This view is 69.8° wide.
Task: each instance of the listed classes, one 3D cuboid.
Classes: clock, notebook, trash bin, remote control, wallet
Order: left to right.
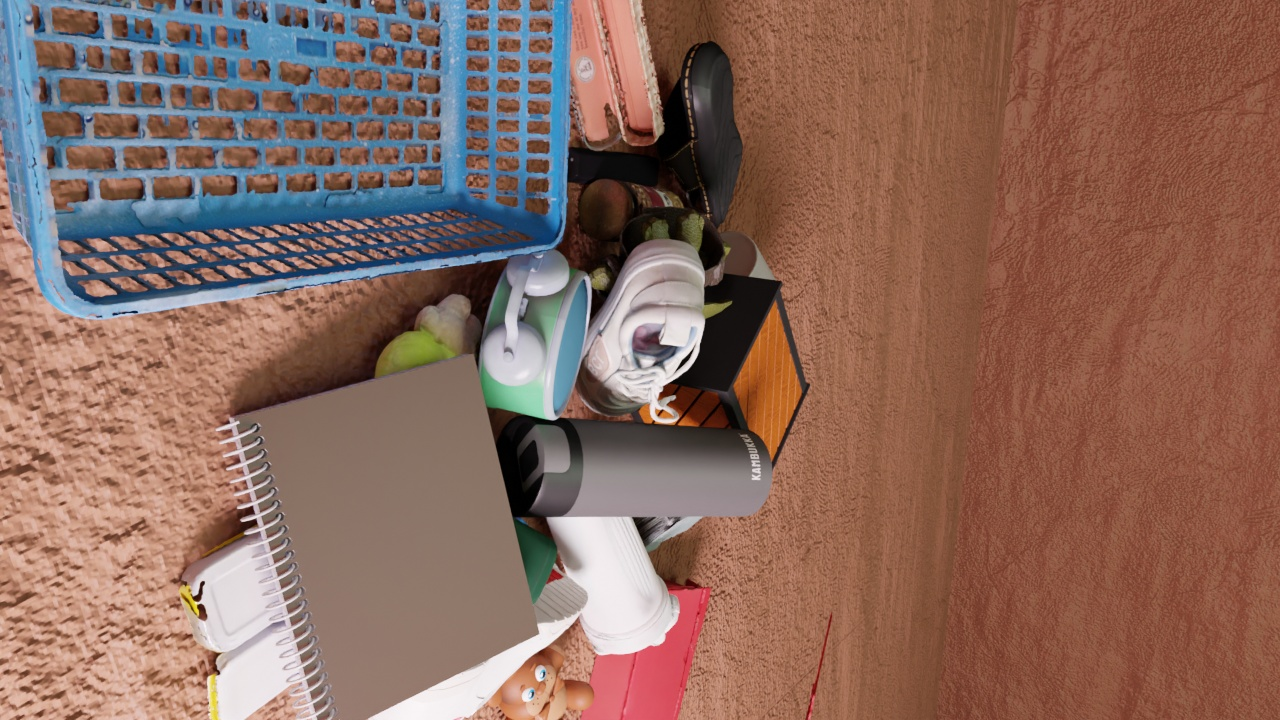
[{"bbox_3d":[-0.164,0.117,0.606,0.171,0.022,0.209,-17,100,-35],"label":"notebook"},{"bbox_3d":[-0.086,-0.024,0.707,0.162,0.075,0.121,85,18,-72],"label":"clock"},{"bbox_3d":[-0.023,-0.179,0.855,0.136,0.015,0.032,-14,112,-58],"label":"remote control"},{"bbox_3d":[0.032,0.167,1.006,0.101,0.054,0.131,-47,167,31],"label":"wallet"},{"bbox_3d":[0.075,0.016,0.967,0.139,0.140,0.172,-61,146,-28],"label":"trash bin"}]

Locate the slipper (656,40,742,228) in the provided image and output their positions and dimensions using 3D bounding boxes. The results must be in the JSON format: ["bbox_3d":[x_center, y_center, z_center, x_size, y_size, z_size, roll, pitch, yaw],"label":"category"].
[{"bbox_3d":[0.056,-0.218,0.919,0.268,0.076,0.112,62,42,-69],"label":"slipper"}]

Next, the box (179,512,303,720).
[{"bbox_3d":[-0.213,0.147,0.638,0.209,0.036,0.130,-34,131,-52],"label":"box"}]

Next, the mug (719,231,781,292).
[{"bbox_3d":[0.099,-0.078,1.052,0.112,0.078,0.097,-45,145,0],"label":"mug"}]

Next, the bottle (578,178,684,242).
[{"bbox_3d":[-0.006,-0.137,0.858,0.105,0.056,0.056,-7,106,-59],"label":"bottle"}]

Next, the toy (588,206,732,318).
[{"bbox_3d":[0.015,-0.073,0.826,0.179,0.078,0.153,-14,153,-22],"label":"toy"}]

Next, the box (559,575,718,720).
[{"bbox_3d":[0.000,0.356,1.047,0.153,0.164,0.214,177,-71,-76],"label":"box"}]

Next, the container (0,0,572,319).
[{"bbox_3d":[-0.178,-0.178,0.515,0.361,0.089,0.257,-20,117,-56],"label":"container"}]

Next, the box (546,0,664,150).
[{"bbox_3d":[-0.032,-0.264,0.759,0.042,0.083,0.187,-63,147,-46],"label":"box"}]

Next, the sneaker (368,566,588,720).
[{"bbox_3d":[-0.135,0.241,0.757,0.104,0.090,0.236,-63,162,16],"label":"sneaker"}]

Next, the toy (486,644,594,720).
[{"bbox_3d":[-0.100,0.301,0.848,0.094,0.065,0.128,-62,141,-31],"label":"toy"}]

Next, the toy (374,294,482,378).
[{"bbox_3d":[-0.151,0.005,0.673,0.115,0.046,0.092,-67,149,-32],"label":"toy"}]

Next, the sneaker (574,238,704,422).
[{"bbox_3d":[-0.005,0.005,0.778,0.243,0.089,0.090,117,-27,-56],"label":"sneaker"}]

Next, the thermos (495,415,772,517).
[{"bbox_3d":[-0.002,0.095,0.801,0.240,0.082,0.082,6,95,-34],"label":"thermos"}]

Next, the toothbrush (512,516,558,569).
[{"bbox_3d":[-0.102,0.159,0.837,0.016,0.017,0.189,-58,144,-32],"label":"toothbrush"}]

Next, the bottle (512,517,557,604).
[{"bbox_3d":[-0.124,0.139,0.692,0.131,0.061,0.061,46,64,-52],"label":"bottle"}]

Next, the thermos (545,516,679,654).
[{"bbox_3d":[-0.031,0.199,0.900,0.099,0.099,0.221,-50,136,-39],"label":"thermos"}]
